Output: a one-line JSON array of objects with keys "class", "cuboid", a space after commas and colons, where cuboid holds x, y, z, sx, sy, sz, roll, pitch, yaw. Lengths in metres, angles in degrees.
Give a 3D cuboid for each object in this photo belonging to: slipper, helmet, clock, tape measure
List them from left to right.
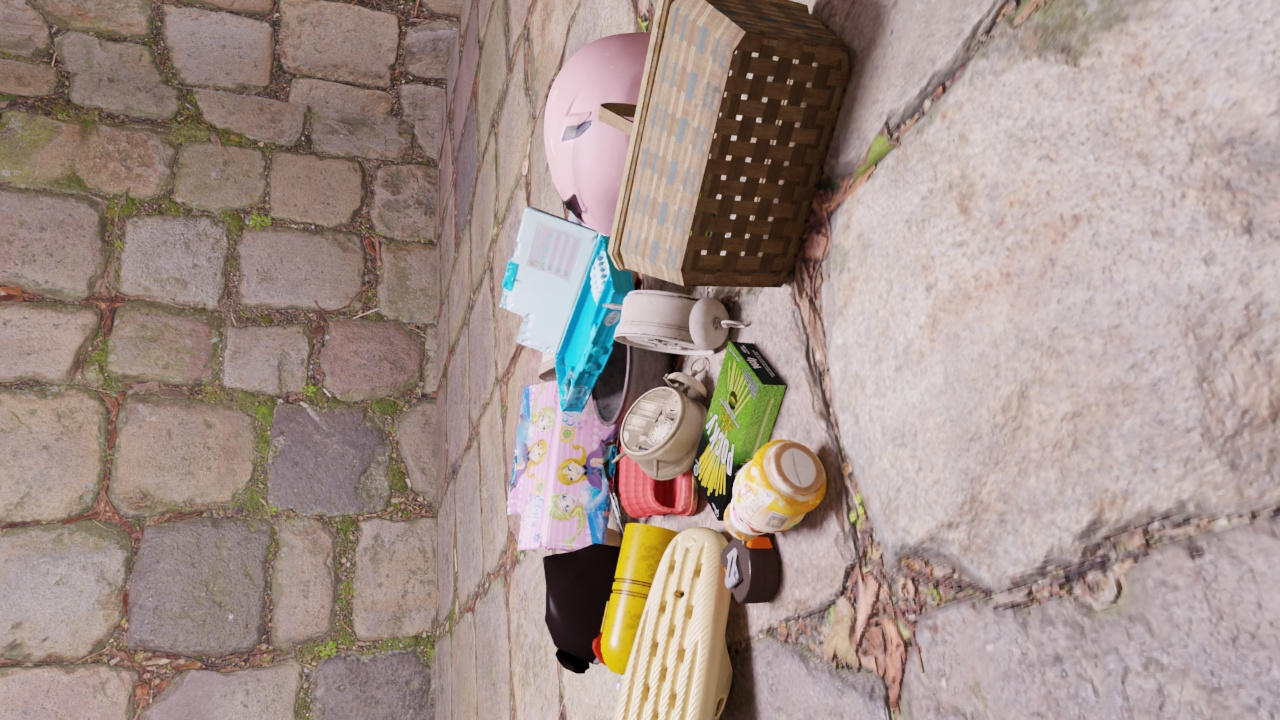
[{"class": "helmet", "cuboid": [-0.037, -0.265, 1.110, 0.229, 0.152, 0.256, -113, 26, -46]}, {"class": "slipper", "cuboid": [0.003, 0.127, 1.042, 0.249, 0.059, 0.103, 161, 111, -71]}, {"class": "clock", "cuboid": [0.030, 0.054, 0.944, 0.093, 0.054, 0.140, 10, 67, 51]}, {"class": "clock", "cuboid": [0.043, -0.042, 0.925, 0.157, 0.103, 0.061, 2, 81, 46]}, {"class": "slipper", "cuboid": [0.048, 0.290, 0.865, 0.112, 0.079, 0.261, -9, 61, 49]}, {"class": "tape measure", "cuboid": [0.093, 0.183, 0.804, 0.058, 0.038, 0.058, 121, 147, -53]}]

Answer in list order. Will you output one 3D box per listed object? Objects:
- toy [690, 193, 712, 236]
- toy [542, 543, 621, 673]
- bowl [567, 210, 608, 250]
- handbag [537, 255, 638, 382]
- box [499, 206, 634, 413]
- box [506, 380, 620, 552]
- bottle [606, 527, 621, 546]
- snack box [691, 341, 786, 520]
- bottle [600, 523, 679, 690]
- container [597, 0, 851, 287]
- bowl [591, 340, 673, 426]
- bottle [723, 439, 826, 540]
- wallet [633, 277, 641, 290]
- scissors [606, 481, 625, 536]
[{"class": "toy", "cuboid": [0.047, -0.168, 0.996, 0.094, 0.036, 0.093, 20, 102, 47]}, {"class": "toy", "cuboid": [-0.059, 0.288, 1.074, 0.158, 0.140, 0.184, -55, -7, -25]}, {"class": "bowl", "cuboid": [-0.071, -0.192, 1.313, 0.137, 0.057, 0.137, -177, 90, -71]}, {"class": "handbag", "cuboid": [-0.057, -0.082, 1.224, 0.199, 0.062, 0.175, -40, 38, 43]}, {"class": "box", "cuboid": [-0.082, -0.062, 1.081, 0.170, 0.085, 0.228, 47, 141, 18]}, {"class": "box", "cuboid": [-0.104, 0.127, 1.164, 0.063, 0.161, 0.230, 47, -135, -60]}, {"class": "bottle", "cuboid": [-0.058, 0.291, 1.203, 0.072, 0.046, 0.161, -116, 35, -55]}, {"class": "snack box", "cuboid": [0.089, 0.066, 0.857, 0.080, 0.025, 0.148, -118, 37, -56]}, {"class": "bottle", "cuboid": [0.000, 0.257, 0.950, 0.071, 0.071, 0.163, 144, 141, -66]}, {"class": "container", "cuboid": [0.059, -0.194, 0.806, 0.186, 0.157, 0.250, 47, 131, 50]}, {"class": "bowl", "cuboid": [-0.006, 0.006, 1.075, 0.145, 0.067, 0.145, -177, 91, -71]}, {"class": "bottle", "cuboid": [0.104, 0.110, 0.747, 0.109, 0.063, 0.063, 123, 146, -51]}, {"class": "wallet", "cuboid": [-0.027, -0.072, 1.234, 0.091, 0.018, 0.116, -119, 41, -58]}, {"class": "scissors", "cuboid": [-0.027, 0.184, 1.102, 0.117, 0.014, 0.161, -127, 16, -61]}]
